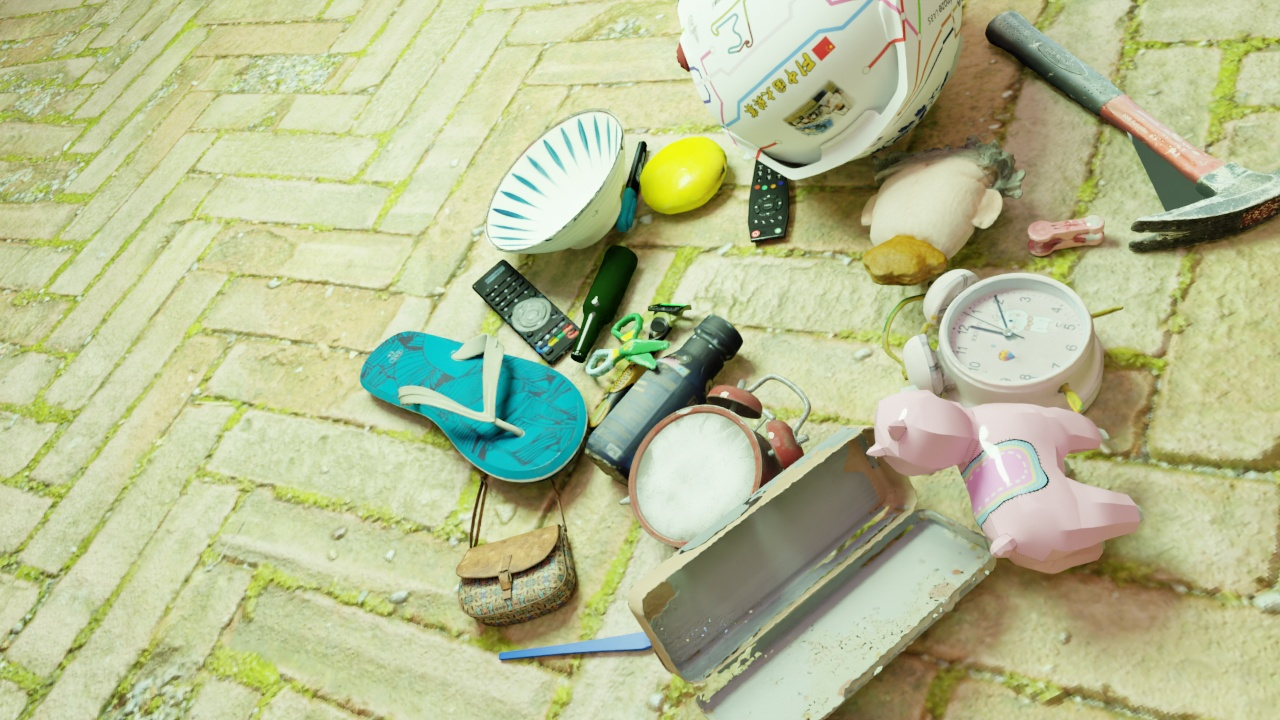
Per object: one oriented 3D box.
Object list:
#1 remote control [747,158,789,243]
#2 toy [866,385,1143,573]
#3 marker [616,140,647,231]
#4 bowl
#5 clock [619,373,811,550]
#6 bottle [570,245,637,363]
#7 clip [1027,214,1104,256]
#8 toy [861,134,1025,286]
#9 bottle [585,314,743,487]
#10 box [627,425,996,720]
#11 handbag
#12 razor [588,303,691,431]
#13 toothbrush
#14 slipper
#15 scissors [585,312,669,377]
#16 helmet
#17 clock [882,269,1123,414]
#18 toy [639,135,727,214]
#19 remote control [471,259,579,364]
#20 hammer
[{"bbox_3d":[0.124,-0.162,0.885,0.039,0.010,0.124,-7,54,19],"label":"remote control"},{"bbox_3d":[0.229,0.072,0.592,0.157,0.067,0.123,6,51,-12],"label":"toy"},{"bbox_3d":[-0.007,-0.183,0.953,0.015,0.018,0.122,-4,55,23],"label":"marker"},{"bbox_3d":[-0.069,-0.162,0.920,0.178,0.071,0.177,-25,45,27],"label":"bowl"},{"bbox_3d":[0.067,0.080,0.696,0.157,0.062,0.110,-49,51,3],"label":"clock"},{"bbox_3d":[-0.037,-0.052,0.862,0.033,0.033,0.122,7,60,28],"label":"bottle"},{"bbox_3d":[0.343,-0.097,0.740,0.059,0.039,0.022,-9,49,24],"label":"clip"},{"bbox_3d":[0.239,-0.118,0.757,0.133,0.076,0.175,2,47,46],"label":"toy"},{"bbox_3d":[0.022,0.031,0.760,0.056,0.056,0.160,30,71,37],"label":"bottle"},{"bbox_3d":[0.113,0.142,0.596,0.216,0.121,0.094,-34,4,-19],"label":"box"},{"bbox_3d":[-0.106,0.121,0.766,0.093,0.043,0.195,-18,47,11],"label":"handbag"},{"bbox_3d":[-0.005,0.005,0.814,0.044,0.021,0.144,8,57,49],"label":"razor"},{"bbox_3d":[-0.021,0.211,0.681,0.187,0.011,0.016,-13,52,19],"label":"toothbrush"},{"bbox_3d":[-0.162,0.019,0.840,0.295,0.060,0.118,20,54,37],"label":"slipper"},{"bbox_3d":[-0.014,-0.002,0.792,0.078,0.013,0.132,-49,23,0],"label":"scissors"},{"bbox_3d":[0.168,-0.302,0.825,0.232,0.236,0.313,-35,19,40],"label":"helmet"},{"bbox_3d":[0.261,-0.012,0.684,0.158,0.059,0.116,15,63,32],"label":"clock"},{"bbox_3d":[0.043,-0.187,0.921,0.094,0.041,0.095,1,57,30],"label":"toy"},{"bbox_3d":[-0.111,-0.048,0.901,0.045,0.021,0.140,-43,55,-8],"label":"remote control"},{"bbox_3d":[0.397,-0.214,0.788,0.140,0.036,0.325,-27,49,1],"label":"hammer"}]
